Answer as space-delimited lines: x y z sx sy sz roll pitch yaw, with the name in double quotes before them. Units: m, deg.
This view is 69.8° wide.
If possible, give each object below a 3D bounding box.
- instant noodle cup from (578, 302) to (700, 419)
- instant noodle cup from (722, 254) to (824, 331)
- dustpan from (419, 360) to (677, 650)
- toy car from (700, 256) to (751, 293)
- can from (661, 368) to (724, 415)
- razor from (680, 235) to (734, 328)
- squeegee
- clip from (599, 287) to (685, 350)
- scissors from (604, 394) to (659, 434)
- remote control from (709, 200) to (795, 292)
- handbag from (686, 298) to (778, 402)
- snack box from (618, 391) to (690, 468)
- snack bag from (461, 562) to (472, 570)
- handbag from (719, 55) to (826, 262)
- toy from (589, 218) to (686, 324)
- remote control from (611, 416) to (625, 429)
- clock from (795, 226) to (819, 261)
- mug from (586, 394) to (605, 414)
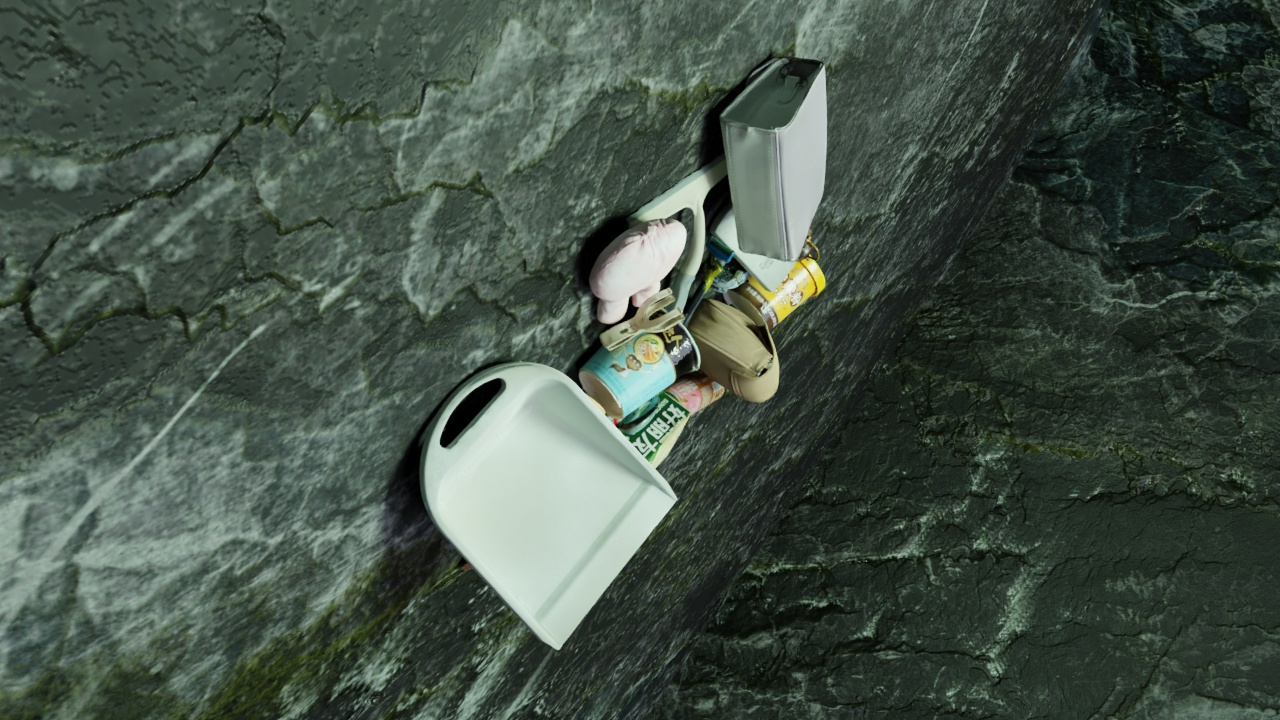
"instant noodle cup" -0.007 0.007 1.112 0.120 0.111 0.111 -41 155 -22
"instant noodle cup" 0.193 -0.112 1.369 0.114 0.118 0.118 -44 157 -10
"dustpan" -0.103 0.134 0.951 0.222 0.258 0.143 -49 -179 -20
"toy car" 0.131 -0.131 1.278 0.120 0.054 0.037 -37 149 -44
"can" 0.074 0.053 1.407 0.147 0.058 0.058 -24 141 -55
"razor" 0.080 -0.093 1.217 0.022 0.042 0.143 -2 126 -53
"squeegee" 0.056 -0.122 1.146 0.245 0.039 0.247 -40 153 -38
"clip" 0.008 -0.044 1.069 0.104 0.035 0.089 -34 170 24
"scissors" -0.041 0.075 1.174 0.177 0.019 0.174 -33 -164 6
"remote control" 0.150 -0.153 1.227 0.135 0.019 0.056 41 85 -30
"handbag" 0.136 -0.016 1.318 0.099 0.148 0.204 -53 163 -6
"snack box" -0.029 0.150 1.267 0.239 0.063 0.115 -42 165 -41
"snack bag" -0.186 0.249 1.156 0.045 0.026 0.105 -48 158 2
"handbag" 0.165 -0.240 1.098 0.144 0.098 0.197 -52 148 -30
"toy" -0.007 -0.097 1.010 0.121 0.054 0.160 -29 160 -24
"remote control" -0.061 0.109 1.242 0.135 0.020 0.056 -48 157 -21
"clock" 0.202 -0.180 1.278 0.055 0.122 0.082 -41 157 -6
"mug" -0.098 0.095 1.074 0.122 0.078 0.078 -57 160 -16
